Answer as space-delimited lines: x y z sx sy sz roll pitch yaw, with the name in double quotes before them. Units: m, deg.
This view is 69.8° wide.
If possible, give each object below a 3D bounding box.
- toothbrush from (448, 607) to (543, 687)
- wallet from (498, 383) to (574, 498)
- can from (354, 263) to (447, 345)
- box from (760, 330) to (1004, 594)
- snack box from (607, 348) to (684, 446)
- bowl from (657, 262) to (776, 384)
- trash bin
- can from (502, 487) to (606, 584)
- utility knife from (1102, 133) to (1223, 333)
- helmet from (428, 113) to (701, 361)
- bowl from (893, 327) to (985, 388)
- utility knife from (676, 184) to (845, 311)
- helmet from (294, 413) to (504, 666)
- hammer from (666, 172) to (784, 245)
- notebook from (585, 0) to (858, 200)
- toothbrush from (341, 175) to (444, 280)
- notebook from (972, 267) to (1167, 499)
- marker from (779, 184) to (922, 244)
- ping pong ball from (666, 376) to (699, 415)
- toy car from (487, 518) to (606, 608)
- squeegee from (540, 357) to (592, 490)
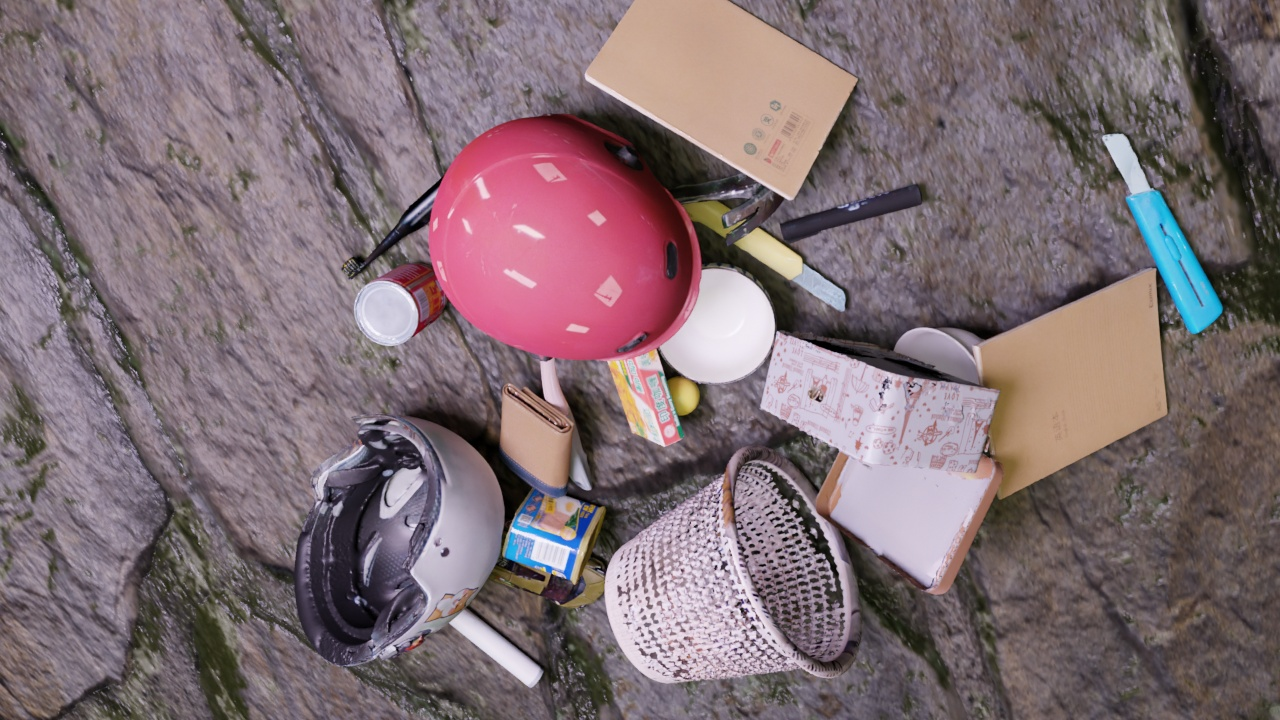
"toothbrush" -0.205 0.306 1.073 0.221 0.026 0.026 40 83 -5
"wallet" -0.109 0.083 0.945 0.090 0.033 0.115 34 143 20
"can" -0.237 -0.059 0.920 0.066 0.093 0.066 3 109 8
"box" 0.203 0.090 0.830 0.156 0.183 0.193 9 100 -26
"snack box" -0.005 0.005 0.915 0.027 0.077 0.156 -24 106 -21
"bowl" 0.073 -0.041 0.891 0.116 0.066 0.116 2 109 7
"trash bin" 0.080 0.224 0.916 0.193 0.226 0.227 -30 102 30
"can" -0.091 0.182 0.975 0.083 0.102 0.057 18 110 6
"utility knife" 0.469 -0.117 0.828 0.034 0.018 0.204 -30 100 18
"helmet" -0.078 -0.095 0.774 0.240 0.143 0.207 32 110 16
"bowl" 0.303 0.014 0.866 0.064 0.118 0.118 -23 107 -24
"utility knife" 0.114 -0.110 0.886 0.206 0.021 0.031 35 113 4
"helmet" -0.237 0.184 0.961 0.275 0.156 0.230 -56 51 27
"hammer" -0.024 -0.145 0.860 0.324 0.125 0.032 -5 135 18
"notebook" 0.075 -0.248 0.805 0.207 0.008 0.147 30 70 -2
"toothbrush" -0.225 -0.147 0.925 0.213 0.026 0.027 -35 112 18
"notebook" 0.395 0.020 0.832 0.211 0.012 0.149 -21 108 -18
"marker" 0.197 -0.137 0.864 0.132 0.020 0.022 -15 122 14
"ping pong ball" 0.040 0.036 0.936 0.040 0.040 0.040 3 109 8
"toy car" -0.114 0.231 1.027 0.158 0.042 0.070 19 111 0
"squeegee" -0.079 0.040 0.933 0.248 0.040 0.250 13 126 32
